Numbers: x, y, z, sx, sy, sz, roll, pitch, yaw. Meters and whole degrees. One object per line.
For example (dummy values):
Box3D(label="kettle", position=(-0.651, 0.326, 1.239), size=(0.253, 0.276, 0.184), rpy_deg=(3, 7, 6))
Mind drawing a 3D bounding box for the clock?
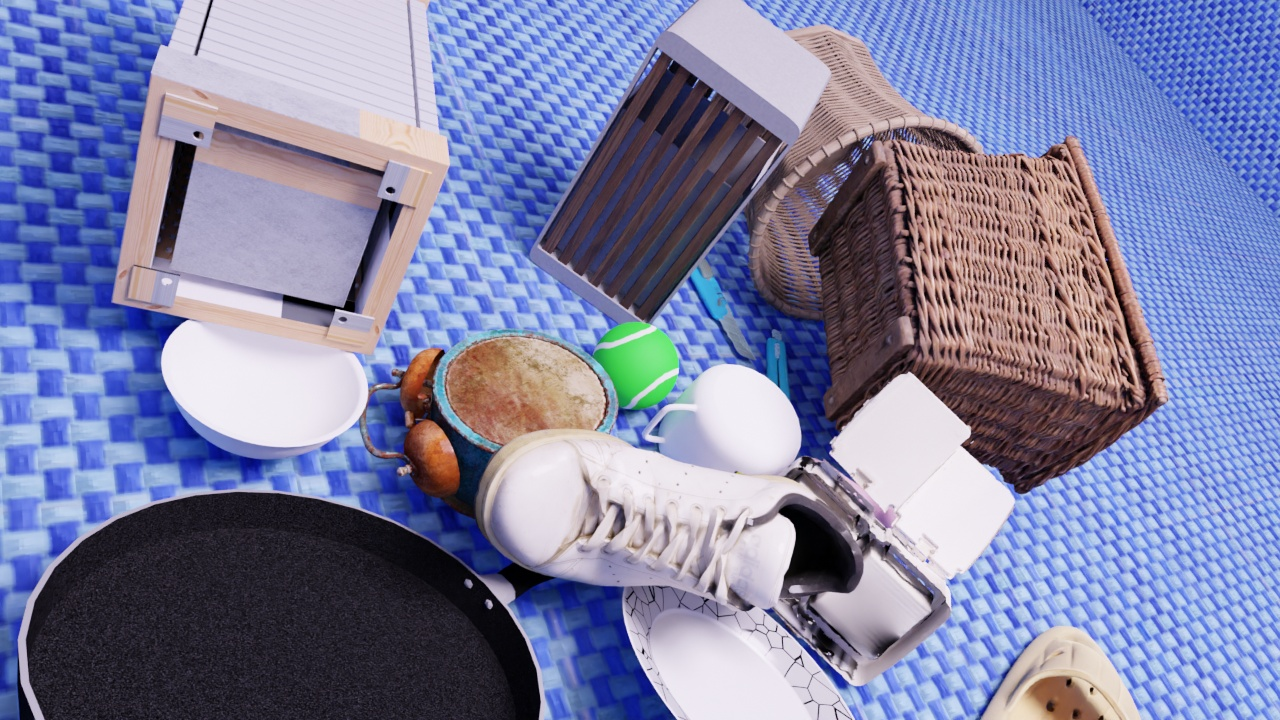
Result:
Box3D(label="clock", position=(-0.095, 0.043, 0.576), size=(0.157, 0.073, 0.121), rpy_deg=(2, 43, -20))

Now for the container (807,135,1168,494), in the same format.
Box3D(label="container", position=(0.244, -0.046, 0.710), size=(0.183, 0.163, 0.249), rpy_deg=(9, 57, -14))

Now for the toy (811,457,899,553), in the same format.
Box3D(label="toy", position=(0.163, 0.127, 0.705), size=(0.102, 0.050, 0.093), rpy_deg=(28, 39, -17))

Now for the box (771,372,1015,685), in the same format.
Box3D(label="box", position=(0.160, 0.117, 0.631), size=(0.145, 0.186, 0.066), rpy_deg=(46, 3, 5))

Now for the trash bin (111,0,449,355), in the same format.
Box3D(label="trash bin", position=(-0.220, -0.150, 0.576), size=(0.142, 0.143, 0.246), rpy_deg=(13, 38, -27))

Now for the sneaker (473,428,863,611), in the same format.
Box3D(label="sneaker", position=(0.028, 0.103, 0.519), size=(0.241, 0.089, 0.102), rpy_deg=(12, 9, -30))

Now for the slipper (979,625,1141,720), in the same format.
Box3D(label="slipper", position=(0.317, 0.275, 0.667), size=(0.260, 0.079, 0.111), rpy_deg=(-20, 70, -44))

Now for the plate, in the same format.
Box3D(label="plate", position=(0.061, 0.198, 0.554), size=(0.188, 0.016, 0.188), rpy_deg=(35, 16, -12))

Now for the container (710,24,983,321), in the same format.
Box3D(label="container", position=(0.179, -0.185, 0.879), size=(0.226, 0.228, 0.196), rpy_deg=(9, 42, -30))

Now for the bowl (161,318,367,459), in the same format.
Box3D(label="bowl", position=(-0.218, 0.021, 0.529), size=(0.110, 0.041, 0.109), rpy_deg=(21, 35, -16))

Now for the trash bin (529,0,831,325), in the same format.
Box3D(label="trash bin", position=(0.027, -0.150, 0.718), size=(0.114, 0.230, 0.114), rpy_deg=(36, 41, -4))

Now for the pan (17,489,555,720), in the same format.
Box3D(label="pan", position=(-0.116, 0.136, 0.474), size=(0.225, 0.034, 0.355), rpy_deg=(36, 21, 28))

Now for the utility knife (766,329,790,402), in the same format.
Box3D(label="utility knife", position=(0.118, 0.014, 0.803), size=(0.022, 0.016, 0.117), rpy_deg=(4, 45, 0))

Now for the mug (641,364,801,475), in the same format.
Box3D(label="mug", position=(0.058, 0.053, 0.682), size=(0.115, 0.068, 0.094), rpy_deg=(11, 48, -28))

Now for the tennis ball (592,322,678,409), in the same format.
Box3D(label="tennis ball", position=(-0.004, 0.004, 0.683), size=(0.065, 0.066, 0.065), rpy_deg=(20, 45, -21))

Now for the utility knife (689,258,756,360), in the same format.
Box3D(label="utility knife", position=(0.058, -0.078, 0.842), size=(0.031, 0.015, 0.195), rpy_deg=(-7, 60, -34))
